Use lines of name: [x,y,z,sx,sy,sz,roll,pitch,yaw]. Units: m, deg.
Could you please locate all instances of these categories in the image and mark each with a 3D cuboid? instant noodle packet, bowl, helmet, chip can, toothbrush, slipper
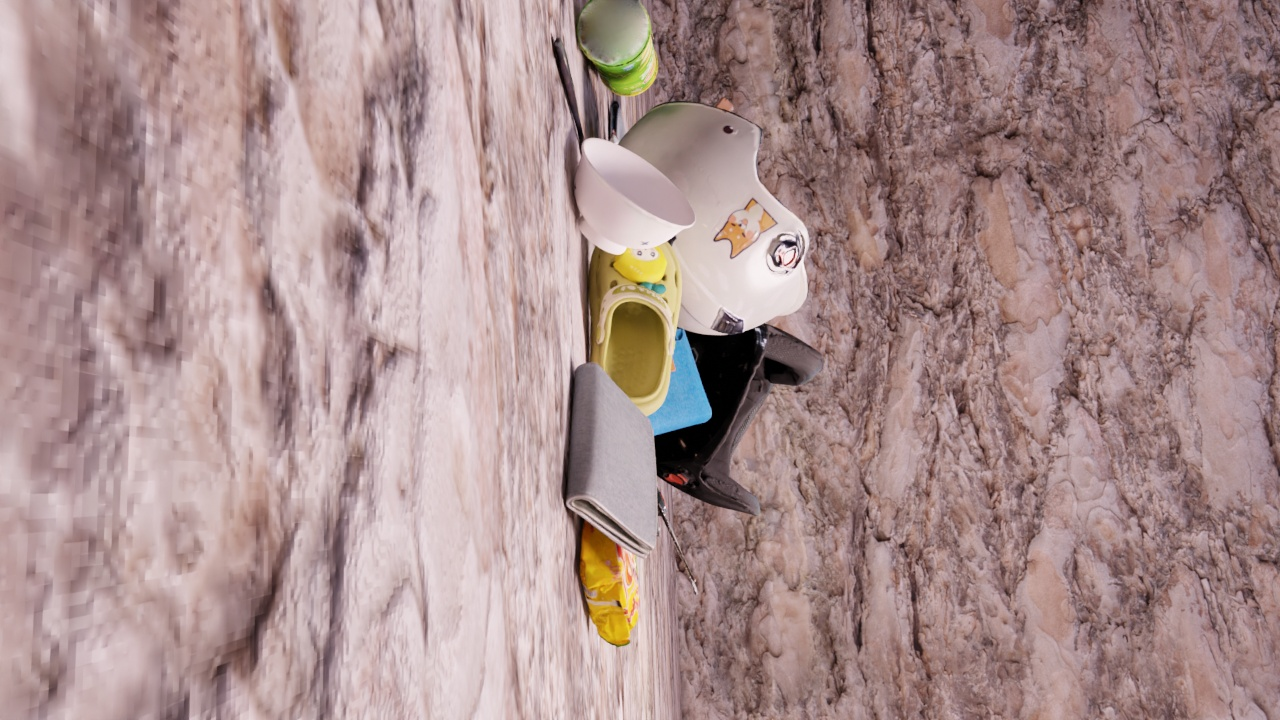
instant noodle packet: [-0.025,0.158,0.766,0.128,0.044,0.111,-89,170,-45]
bowl: [-0.018,-0.134,0.808,0.065,0.118,0.118,-51,-162,27]
helmet: [0.048,-0.129,0.984,0.230,0.156,0.274,17,-43,54]
chip can: [-0.020,-0.330,0.970,0.221,0.072,0.072,-67,154,-81]
helmet: [0.084,0.050,1.136,0.275,0.230,0.233,66,46,-70]
toothbrush: [-0.055,-0.221,0.793,0.181,0.018,0.015,71,19,-73]
slipper: [0.000,-0.042,0.845,0.082,0.091,0.190,137,-41,-68]

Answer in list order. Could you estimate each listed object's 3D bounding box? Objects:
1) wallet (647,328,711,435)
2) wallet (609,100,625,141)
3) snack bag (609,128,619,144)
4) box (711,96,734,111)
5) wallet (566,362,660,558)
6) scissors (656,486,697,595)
wallet: [0.017,0.021,0.926,0.132,0.040,0.106,-8,78,-54]
wallet: [-0.030,-0.268,1.223,0.097,0.019,0.120,72,17,-70]
snack bag: [-0.030,-0.233,1.112,0.045,0.026,0.105,66,18,-50]
box: [0.045,-0.247,1.320,0.179,0.130,0.272,-114,-140,-79]
wallet: [-0.023,0.081,0.728,0.106,0.037,0.129,48,30,-39]
scissors: [0.005,0.126,0.940,0.220,0.021,0.225,-121,-171,-62]
